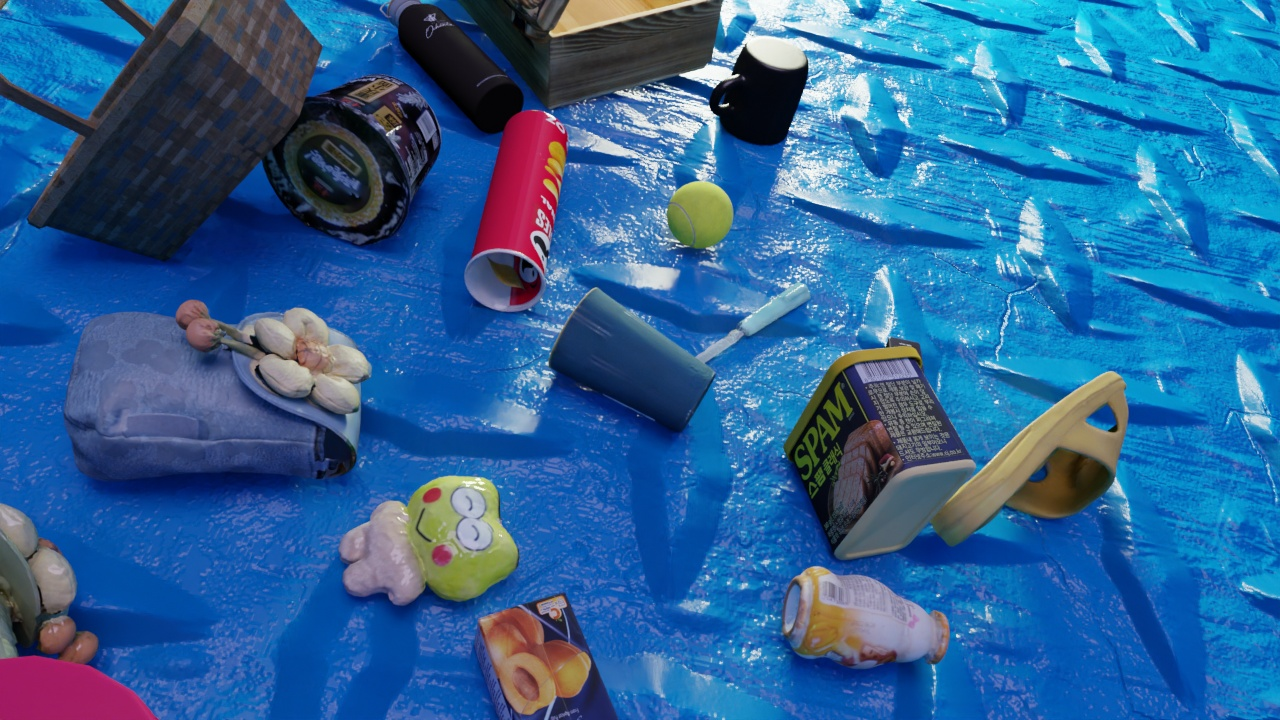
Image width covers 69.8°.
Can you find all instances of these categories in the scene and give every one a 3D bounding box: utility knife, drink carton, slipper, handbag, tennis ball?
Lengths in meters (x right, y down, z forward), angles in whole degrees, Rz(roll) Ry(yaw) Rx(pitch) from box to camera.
[{"bbox_3d":[0.103,-0.034,0.850,0.022,0.016,0.179,40,49,22],"label":"utility knife"},{"bbox_3d":[-0.054,0.215,0.564,0.064,0.040,0.130,-12,53,-24],"label":"drink carton"},{"bbox_3d":[0.335,0.087,0.743,0.262,0.100,0.078,-25,65,-35],"label":"slipper"},{"bbox_3d":[-0.286,0.015,0.631,0.191,0.119,0.121,5,47,-18],"label":"handbag"},{"bbox_3d":[-0.362,0.157,0.497,0.116,0.113,0.186,-10,54,-40],"label":"handbag"},{"bbox_3d":[0.058,-0.143,0.903,0.065,0.065,0.065,8,47,-8],"label":"tennis ball"}]

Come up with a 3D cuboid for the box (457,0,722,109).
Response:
[{"bbox_3d":[-0.088,-0.496,1.011,0.281,0.316,0.279,-24,60,-22],"label":"box"}]

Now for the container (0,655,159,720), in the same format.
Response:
[{"bbox_3d":[-0.241,0.228,0.373,0.183,0.226,0.182,8,47,-8],"label":"container"}]

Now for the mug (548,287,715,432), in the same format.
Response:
[{"bbox_3d":[-0.004,0.004,0.750,0.121,0.078,0.077,31,48,7],"label":"mug"}]

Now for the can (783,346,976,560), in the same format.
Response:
[{"bbox_3d":[0.176,0.073,0.692,0.075,0.135,0.104,-5,53,-19],"label":"can"}]

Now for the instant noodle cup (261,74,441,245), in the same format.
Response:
[{"bbox_3d":[-0.249,-0.189,0.828,0.137,0.138,0.112,20,38,3],"label":"instant noodle cup"}]

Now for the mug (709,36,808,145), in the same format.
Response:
[{"bbox_3d":[0.129,-0.308,1.052,0.121,0.095,0.085,-19,56,-29],"label":"mug"}]

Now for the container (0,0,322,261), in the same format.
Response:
[{"bbox_3d":[-0.390,-0.211,0.700,0.186,0.251,0.157,35,36,-35],"label":"container"}]

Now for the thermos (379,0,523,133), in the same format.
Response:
[{"bbox_3d":[-0.216,-0.340,1.011,0.061,0.061,0.231,-24,58,-32],"label":"thermos"}]

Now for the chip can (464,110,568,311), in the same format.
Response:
[{"bbox_3d":[-0.111,-0.146,0.858,0.069,0.069,0.220,10,47,-7],"label":"chip can"}]

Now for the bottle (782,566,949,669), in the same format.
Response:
[{"bbox_3d":[0.156,0.182,0.635,0.108,0.063,0.063,12,47,-3],"label":"bottle"}]

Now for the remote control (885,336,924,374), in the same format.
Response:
[{"bbox_3d":[0.241,0.035,0.825,0.032,0.015,0.136,11,49,-5],"label":"remote control"}]

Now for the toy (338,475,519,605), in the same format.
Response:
[{"bbox_3d":[-0.144,0.124,0.621,0.115,0.046,0.092,-14,56,-16],"label":"toy"}]
